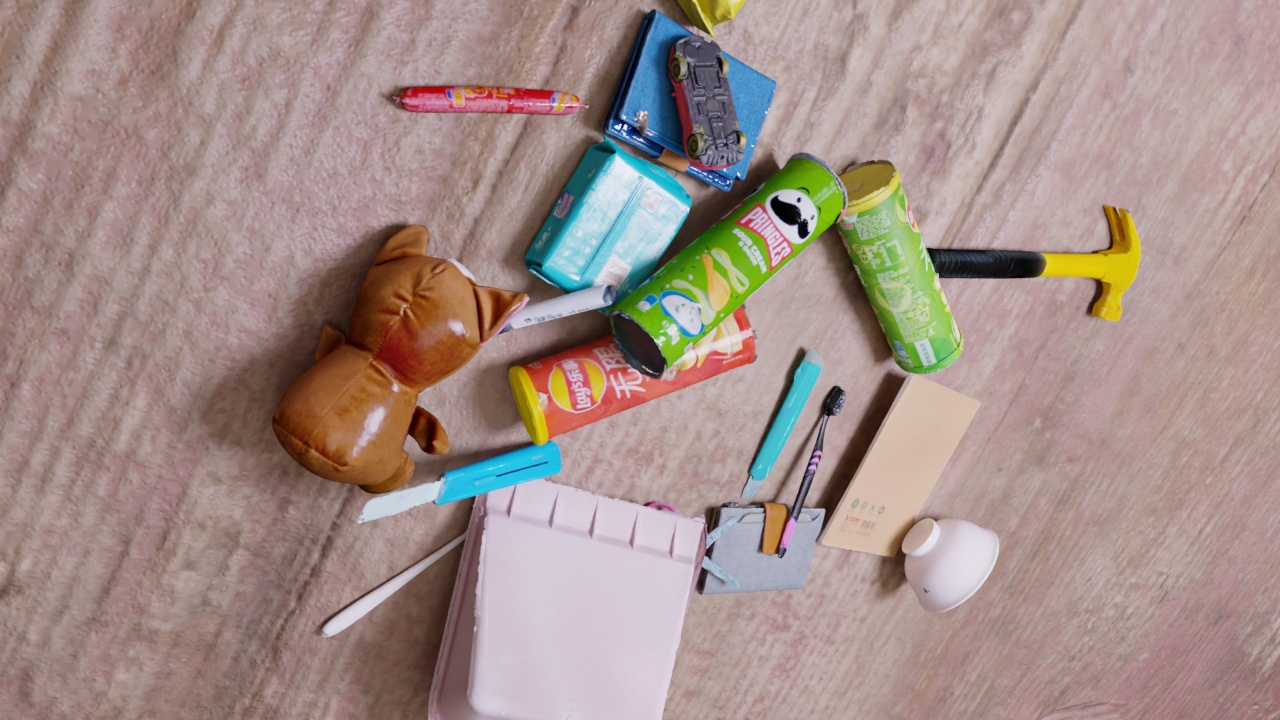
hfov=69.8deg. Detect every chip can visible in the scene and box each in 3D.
[{"bbox_3d":[0.249,-0.083,0.889,0.072,0.072,0.221,-37,120,-8],"label":"chip can"},{"bbox_3d":[0.076,-0.083,0.778,0.235,0.072,0.072,-41,122,-21],"label":"chip can"},{"bbox_3d":[-0.005,0.005,0.810,0.216,0.073,0.073,-21,117,-17],"label":"chip can"}]

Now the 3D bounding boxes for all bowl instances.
[{"bbox_3d":[0.338,0.218,1.041,0.065,0.118,0.118,40,90,-6],"label":"bowl"}]

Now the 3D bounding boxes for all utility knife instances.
[{"bbox_3d":[-0.142,0.100,0.758,0.217,0.018,0.034,-11,116,-52],"label":"utility knife"},{"bbox_3d":[0.143,0.067,0.935,0.029,0.013,0.176,17,106,-27],"label":"utility knife"}]

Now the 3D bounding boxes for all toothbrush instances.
[{"bbox_3d":[-0.207,0.195,0.824,0.180,0.016,0.016,-34,118,-9],"label":"toothbrush"},{"bbox_3d":[0.177,0.116,0.948,0.014,0.018,0.189,19,90,-26],"label":"toothbrush"}]

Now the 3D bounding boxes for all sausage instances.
[{"bbox_3d":[-0.113,-0.200,0.708,0.155,0.020,0.020,-5,112,-23],"label":"sausage"}]

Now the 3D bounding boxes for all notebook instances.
[{"bbox_3d":[0.288,0.121,1.011,0.147,0.008,0.208,18,102,-41],"label":"notebook"}]

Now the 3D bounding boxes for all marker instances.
[{"bbox_3d":[-0.081,-0.039,0.753,0.131,0.018,0.022,-13,153,14],"label":"marker"}]

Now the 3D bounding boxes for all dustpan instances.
[{"bbox_3d":[-0.078,0.259,0.835,0.222,0.272,0.139,19,146,-12],"label":"dustpan"}]

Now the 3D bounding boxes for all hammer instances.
[{"bbox_3d":[0.423,-0.103,0.983,0.300,0.033,0.129,-2,111,-24],"label":"hammer"}]

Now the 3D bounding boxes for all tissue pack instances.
[{"bbox_3d":[-0.026,-0.110,0.765,0.093,0.050,0.133,30,96,-30],"label":"tissue pack"}]

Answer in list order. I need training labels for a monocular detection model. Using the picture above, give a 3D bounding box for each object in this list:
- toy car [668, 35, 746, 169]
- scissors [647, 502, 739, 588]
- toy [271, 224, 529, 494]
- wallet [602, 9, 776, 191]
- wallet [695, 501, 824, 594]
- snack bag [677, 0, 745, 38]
[{"bbox_3d":[0.050,-0.204,0.729,0.049,0.031,0.106,-13,91,-31],"label":"toy car"},{"bbox_3d":[0.047,0.195,0.925,0.133,0.017,0.134,38,106,-13],"label":"scissors"},{"bbox_3d":[-0.185,0.002,0.700,0.140,0.130,0.199,31,90,4],"label":"toy"},{"bbox_3d":[0.043,-0.211,0.764,0.133,0.040,0.106,19,92,-29],"label":"wallet"},{"bbox_3d":[0.129,0.198,0.968,0.129,0.037,0.107,5,109,-26],"label":"wallet"},{"bbox_3d":[0.092,-0.383,0.700,0.246,0.068,0.158,-45,121,-4],"label":"snack bag"}]
